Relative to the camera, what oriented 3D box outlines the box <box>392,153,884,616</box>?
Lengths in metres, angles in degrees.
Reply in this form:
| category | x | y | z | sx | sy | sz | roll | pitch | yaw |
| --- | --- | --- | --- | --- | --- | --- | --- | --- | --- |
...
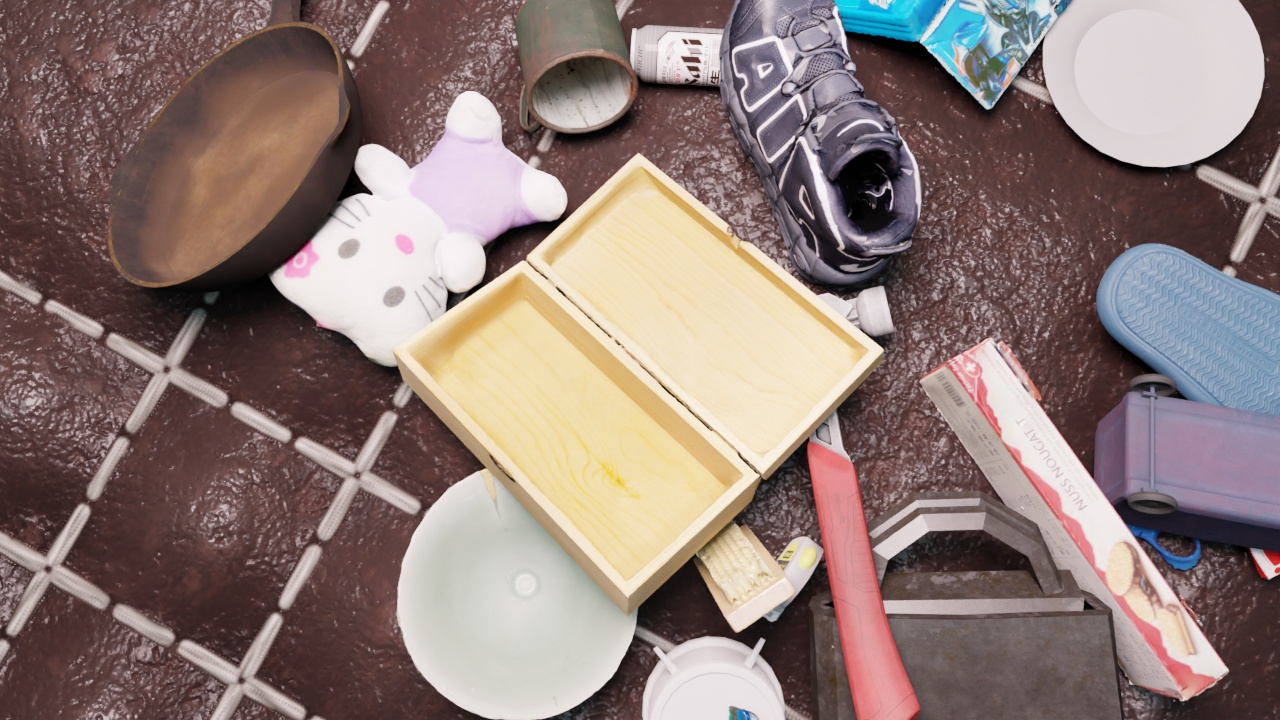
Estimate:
| category | x | y | z | sx | sy | sz | roll | pitch | yaw |
| --- | --- | --- | --- | --- | --- | --- | --- | --- | --- |
| box | -0.004 | 0.003 | 0.657 | 0.257 | 0.076 | 0.247 | -44 | 69 | -9 |

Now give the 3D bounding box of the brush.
| category | x | y | z | sx | sy | sz | roll | pitch | yaw |
| --- | --- | --- | --- | --- | --- | --- | --- | --- | --- |
| brush | 0.068 | 0.145 | 0.645 | 0.049 | 0.117 | 0.039 | -33 | 103 | -2 |

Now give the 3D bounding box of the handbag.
| category | x | y | z | sx | sy | sz | roll | pitch | yaw |
| --- | --- | --- | --- | --- | --- | --- | --- | --- | --- |
| handbag | 0.218 | 0.192 | 0.645 | 0.197 | 0.102 | 0.199 | -2 | 91 | 9 |

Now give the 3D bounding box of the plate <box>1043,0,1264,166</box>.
| category | x | y | z | sx | sy | sz | roll | pitch | yaw |
| --- | --- | --- | --- | --- | --- | --- | --- | --- | --- |
| plate | 0.406 | -0.236 | 0.736 | 0.173 | 0.019 | 0.172 | 0 | 83 | 1 |

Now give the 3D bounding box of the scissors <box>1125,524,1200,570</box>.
| category | x | y | z | sx | sy | sz | roll | pitch | yaw |
| --- | --- | --- | --- | --- | --- | --- | --- | --- | --- |
| scissors | 0.362 | 0.118 | 0.699 | 0.073 | 0.016 | 0.134 | -41 | 79 | 1 |

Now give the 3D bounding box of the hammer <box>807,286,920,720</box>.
| category | x | y | z | sx | sy | sz | roll | pitch | yaw |
| --- | --- | --- | --- | --- | --- | --- | --- | --- | --- |
| hammer | 0.135 | 0.097 | 0.633 | 0.126 | 0.036 | 0.315 | -14 | 60 | 16 |

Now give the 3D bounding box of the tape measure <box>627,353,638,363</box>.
| category | x | y | z | sx | sy | sz | roll | pitch | yaw |
| --- | --- | --- | --- | --- | --- | --- | --- | --- | --- |
| tape measure | -0.025 | 0.026 | 0.711 | 0.060 | 0.020 | 0.062 | -15 | 83 | -1 |

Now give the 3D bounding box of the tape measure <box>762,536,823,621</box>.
| category | x | y | z | sx | sy | sz | roll | pitch | yaw |
| --- | --- | --- | --- | --- | --- | --- | --- | --- | --- |
| tape measure | 0.106 | 0.159 | 0.671 | 0.017 | 0.064 | 0.065 | 37 | 80 | 5 |

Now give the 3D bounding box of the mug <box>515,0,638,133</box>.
| category | x | y | z | sx | sy | sz | roll | pitch | yaw |
| --- | --- | --- | --- | --- | --- | --- | --- | --- | --- |
| mug | -0.060 | -0.227 | 0.712 | 0.111 | 0.084 | 0.081 | -33 | 58 | 36 |

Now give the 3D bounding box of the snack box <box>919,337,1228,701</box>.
| category | x | y | z | sx | sy | sz | roll | pitch | yaw |
| --- | --- | --- | --- | --- | --- | --- | --- | --- | --- |
| snack box | 0.307 | 0.110 | 0.663 | 0.044 | 0.077 | 0.273 | -32 | 81 | -6 |

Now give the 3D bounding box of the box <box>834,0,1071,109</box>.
| category | x | y | z | sx | sy | sz | roll | pitch | yaw |
| --- | --- | --- | --- | --- | --- | --- | --- | --- | --- |
| box | 0.275 | -0.340 | 0.716 | 0.167 | 0.075 | 0.243 | 35 | 85 | 13 |

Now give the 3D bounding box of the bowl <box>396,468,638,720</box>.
| category | x | y | z | sx | sy | sz | roll | pitch | yaw |
| --- | --- | --- | --- | --- | --- | --- | --- | --- | --- |
| bowl | -0.085 | 0.166 | 0.672 | 0.174 | 0.068 | 0.174 | 0 | 81 | 2 |

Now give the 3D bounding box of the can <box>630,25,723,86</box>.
| category | x | y | z | sx | sy | sz | roll | pitch | yaw |
| --- | --- | --- | --- | --- | --- | --- | --- | --- | --- |
| can | 0.046 | -0.242 | 0.731 | 0.106 | 0.044 | 0.044 | 4 | 83 | 1 |

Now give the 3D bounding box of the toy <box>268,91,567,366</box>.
| category | x | y | z | sx | sy | sz | roll | pitch | yaw |
| --- | --- | --- | --- | --- | --- | --- | --- | --- | --- |
| toy | -0.169 | -0.099 | 0.695 | 0.209 | 0.085 | 0.137 | -44 | 102 | -10 |

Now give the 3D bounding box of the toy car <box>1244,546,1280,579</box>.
| category | x | y | z | sx | sy | sz | roll | pitch | yaw |
| --- | --- | --- | --- | --- | --- | --- | --- | --- | --- |
| toy car | 0.492 | 0.127 | 0.687 | 0.089 | 0.025 | 0.038 | -28 | 83 | -2 |

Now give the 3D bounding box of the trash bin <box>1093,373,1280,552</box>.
| category | x | y | z | sx | sy | sz | roll | pitch | yaw |
| --- | --- | --- | --- | --- | --- | --- | --- | --- | --- |
| trash bin | 0.418 | 0.081 | 0.649 | 0.161 | 0.092 | 0.093 | 10 | 66 | 10 |

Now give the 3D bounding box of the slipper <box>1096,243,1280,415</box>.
| category | x | y | z | sx | sy | sz | roll | pitch | yaw |
| --- | --- | --- | --- | --- | --- | --- | --- | --- | --- |
| slipper | 0.431 | -0.012 | 0.690 | 0.213 | 0.059 | 0.104 | 27 | 94 | -8 |

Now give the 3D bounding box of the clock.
| category | x | y | z | sx | sy | sz | roll | pitch | yaw |
| --- | --- | --- | --- | --- | --- | --- | --- | --- | --- |
| clock | 0.055 | 0.279 | 0.663 | 0.120 | 0.061 | 0.159 | -5 | 88 | 1 |

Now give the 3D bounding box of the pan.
| category | x | y | z | sx | sy | sz | roll | pitch | yaw |
| --- | --- | --- | --- | --- | --- | --- | --- | --- | --- |
| pan | -0.285 | -0.204 | 0.704 | 0.249 | 0.043 | 0.355 | -4 | 64 | 28 |

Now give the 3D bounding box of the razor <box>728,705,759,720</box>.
| category | x | y | z | sx | sy | sz | roll | pitch | yaw |
| --- | --- | --- | --- | --- | --- | --- | --- | --- | --- |
| razor | 0.124 | 0.262 | 0.603 | 0.141 | 0.018 | 0.044 | 3 | 87 | 25 |

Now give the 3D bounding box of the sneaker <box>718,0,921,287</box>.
| category | x | y | z | sx | sy | sz | roll | pitch | yaw |
| --- | --- | --- | --- | --- | --- | --- | --- | --- | --- |
| sneaker | 0.132 | -0.171 | 0.646 | 0.097 | 0.151 | 0.252 | -20 | 98 | -6 |
